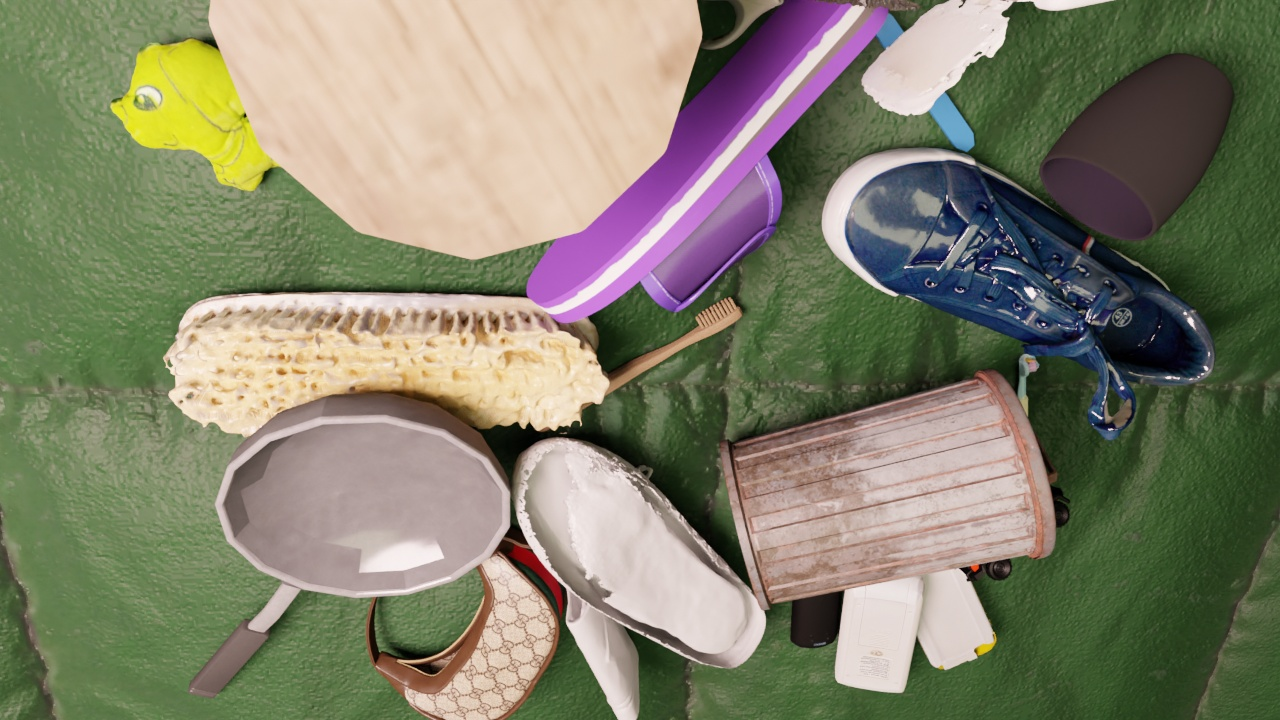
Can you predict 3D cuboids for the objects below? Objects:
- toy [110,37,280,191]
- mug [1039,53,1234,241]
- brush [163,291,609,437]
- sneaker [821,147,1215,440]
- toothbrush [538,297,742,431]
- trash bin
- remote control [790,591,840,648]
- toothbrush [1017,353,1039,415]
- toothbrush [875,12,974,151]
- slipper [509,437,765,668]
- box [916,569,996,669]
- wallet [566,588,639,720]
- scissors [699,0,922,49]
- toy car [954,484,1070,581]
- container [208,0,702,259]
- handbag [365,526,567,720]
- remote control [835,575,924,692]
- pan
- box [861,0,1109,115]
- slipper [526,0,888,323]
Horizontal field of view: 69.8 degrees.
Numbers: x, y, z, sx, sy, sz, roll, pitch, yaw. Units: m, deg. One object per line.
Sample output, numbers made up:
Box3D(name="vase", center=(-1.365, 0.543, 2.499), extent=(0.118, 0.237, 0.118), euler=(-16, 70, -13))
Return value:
Box3D(name="toy", center=(-0.243, -0.140, 0.524), extent=(0.094, 0.036, 0.093), euler=(-26, 120, -3))
Box3D(name="mug", center=(0.331, -0.134, 0.602), extent=(0.100, 0.085, 0.119), euler=(-50, 145, -1))
Box3D(name="brush", center=(-0.158, 0.002, 0.591), extent=(0.271, 0.056, 0.083), euler=(1, 124, -9))
Box3D(name="sneaker", center=(0.258, -0.044, 0.603), extent=(0.294, 0.127, 0.121), euler=(20, 109, -16))
Box3D(name="toothbrush", center=(-0.004, 0.004, 0.642), extent=(0.167, 0.016, 0.016), euler=(-31, 117, 5))
Box3D(name="trash bin", center=(0.173, 0.090, 0.636), extent=(0.211, 0.130, 0.131), euler=(-15, 117, 8))
Box3D(name="remote control", center=(0.146, 0.173, 0.746), extent=(0.041, 0.020, 0.152), euler=(-6, 116, -8))
Box3D(name="toothbrush", center=(0.301, 0.066, 0.722), extent=(0.016, 0.022, 0.155), euler=(9, 122, 33))
Box3D(name="toothbrush", center=(0.165, -0.193, 0.579), extent=(0.016, 0.014, 0.166), euler=(-43, 118, 10))
Box3D(name="slipper", center=(-0.002, 0.139, 0.672), extent=(0.247, 0.075, 0.112), euler=(44, 61, -30))
Box3D(name="box", center=(0.236, 0.174, 0.755), extent=(0.064, 0.033, 0.209), euler=(-27, 116, 7))
Box3D(name="wallet", center=(-0.025, 0.210, 0.701), extent=(0.032, 0.086, 0.116), euler=(-17, 121, 5))
Box3D(name="scissors", center=(0.074, -0.212, 0.486), extent=(0.012, 0.170, 0.132), euler=(-23, 96, -38))
Box3D(name="toy car", center=(0.273, 0.123, 0.699), extent=(0.100, 0.051, 0.049), euler=(-41, 100, -3))
Box3D(name="container", center=(-0.082, -0.170, 0.444), extent=(0.227, 0.196, 0.227), euler=(-4, 116, -8))
Box3D(name="handbag", center=(-0.132, 0.193, 0.692), extent=(0.138, 0.063, 0.167), euler=(28, 109, -10))
Box3D(name="remote control", center=(0.196, 0.224, 0.757), extent=(0.060, 0.025, 0.139), euler=(5, 126, 12))
Box3D(name="pan", center=(-0.229, 0.140, 0.631), extent=(0.178, 0.041, 0.358), euler=(27, 122, -30))
Box3D(name="box", center=(0.209, -0.218, 0.515), extent=(0.190, 0.110, 0.083), euler=(-28, 117, 1))
Box3D(name="slipper", center=(0.054, -0.104, 0.555), extent=(0.084, 0.107, 0.267), euler=(40, 99, -25))
